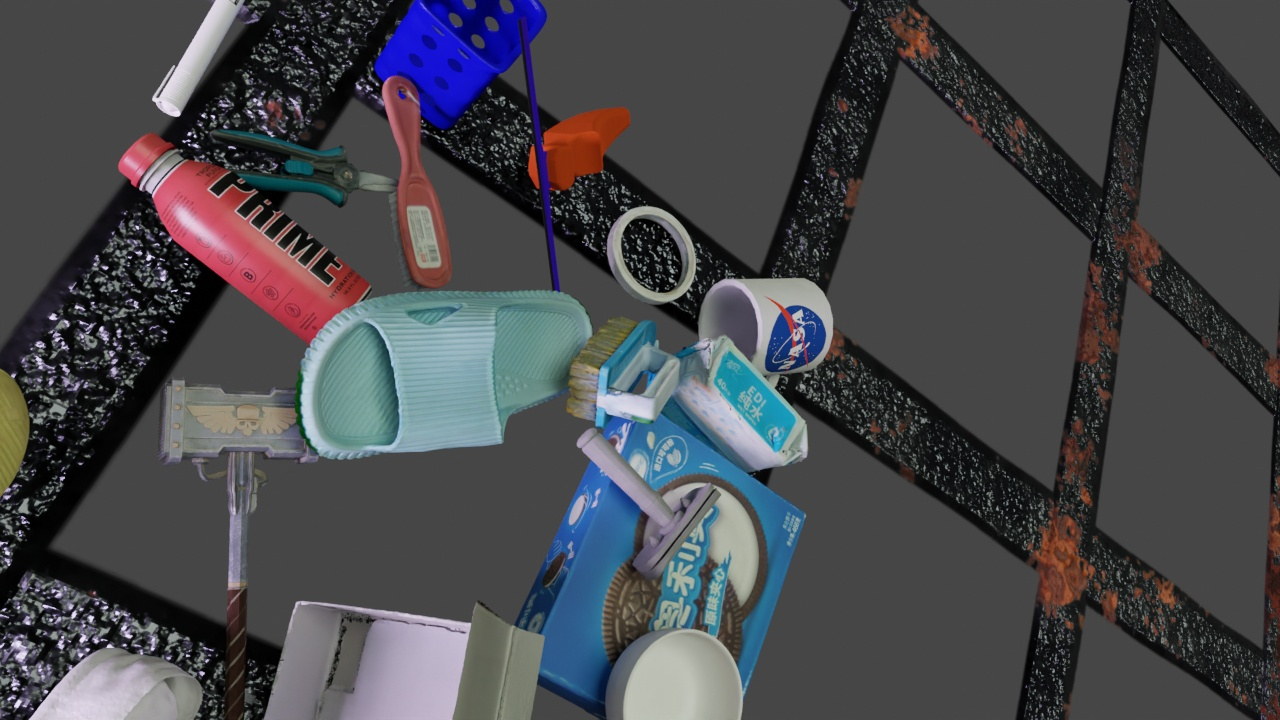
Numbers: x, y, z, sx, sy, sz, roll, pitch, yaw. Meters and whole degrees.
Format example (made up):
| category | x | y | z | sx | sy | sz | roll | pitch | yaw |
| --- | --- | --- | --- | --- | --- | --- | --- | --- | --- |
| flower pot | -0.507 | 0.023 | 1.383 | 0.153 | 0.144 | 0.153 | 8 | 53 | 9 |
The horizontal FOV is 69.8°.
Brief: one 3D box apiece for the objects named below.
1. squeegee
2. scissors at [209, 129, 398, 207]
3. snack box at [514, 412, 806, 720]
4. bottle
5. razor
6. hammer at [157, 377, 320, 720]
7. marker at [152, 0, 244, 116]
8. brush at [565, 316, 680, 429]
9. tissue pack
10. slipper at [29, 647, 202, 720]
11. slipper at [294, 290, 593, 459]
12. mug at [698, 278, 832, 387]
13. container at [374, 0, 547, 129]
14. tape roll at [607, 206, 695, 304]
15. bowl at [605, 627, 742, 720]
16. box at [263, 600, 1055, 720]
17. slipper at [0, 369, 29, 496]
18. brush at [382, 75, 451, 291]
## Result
| category | x | y | z | sx | sy | sz | roll | pitch | yaw |
| --- | --- | --- | --- | --- | --- | --- | --- | --- | --- |
| squeegee | -0.056 | -0.186 | 0.800 | 0.184 | 0.055 | 0.250 | -50 | 143 | -50 |
| scissors | -0.252 | -0.138 | 0.695 | 0.129 | 0.019 | 0.138 | 52 | 54 | -19 |
| snack box | 0.020 | 0.185 | 0.769 | 0.195 | 0.056 | 0.238 | 35 | 63 | -20 |
| bottle | -0.276 | -0.085 | 0.640 | 0.176 | 0.062 | 0.062 | 42 | 59 | -18 |
| razor | -0.004 | 0.099 | 0.720 | 0.116 | 0.047 | 0.088 | 46 | 59 | -5 |
| hammer | -0.264 | 0.174 | 0.599 | 0.098 | 0.044 | 0.321 | 4 | 79 | -33 |
| marker | -0.320 | -0.237 | 0.676 | 0.020 | 0.017 | 0.133 | 28 | 64 | -26 |
| brush | -0.005 | 0.004 | 0.765 | 0.135 | 0.075 | 0.055 | -54 | 154 | -59 |
| tissue pack | 0.076 | 0.042 | 0.820 | 0.144 | 0.093 | 0.061 | 46 | 56 | -15 |
| slipper | -0.347 | 0.273 | 0.499 | 0.246 | 0.075 | 0.112 | -62 | 143 | -26 |
| slipper | -0.122 | 0.002 | 0.684 | 0.275 | 0.070 | 0.116 | -13 | 101 | -47 |
| mug | 0.115 | -0.018 | 0.871 | 0.090 | 0.091 | 0.121 | -4 | 115 | -34 |
| container | -0.147 | -0.255 | 0.734 | 0.085 | 0.114 | 0.084 | 41 | 60 | -18 |
| tape roll | 0.011 | -0.099 | 0.861 | 0.093 | 0.013 | 0.093 | 8 | 74 | -31 |
| bowl | 0.020 | 0.253 | 0.686 | 0.104 | 0.054 | 0.104 | 6 | 78 | -28 |
| box | -0.054 | 0.210 | 0.442 | 0.148 | 0.508 | 0.166 | 21 | 66 | -32 |
| slipper | -0.430 | 0.075 | 0.498 | 0.082 | 0.092 | 0.190 | 18 | 50 | 14 |
| brush | -0.184 | -0.138 | 0.727 | 0.040 | 0.030 | 0.172 | -6 | 85 | -46 |
